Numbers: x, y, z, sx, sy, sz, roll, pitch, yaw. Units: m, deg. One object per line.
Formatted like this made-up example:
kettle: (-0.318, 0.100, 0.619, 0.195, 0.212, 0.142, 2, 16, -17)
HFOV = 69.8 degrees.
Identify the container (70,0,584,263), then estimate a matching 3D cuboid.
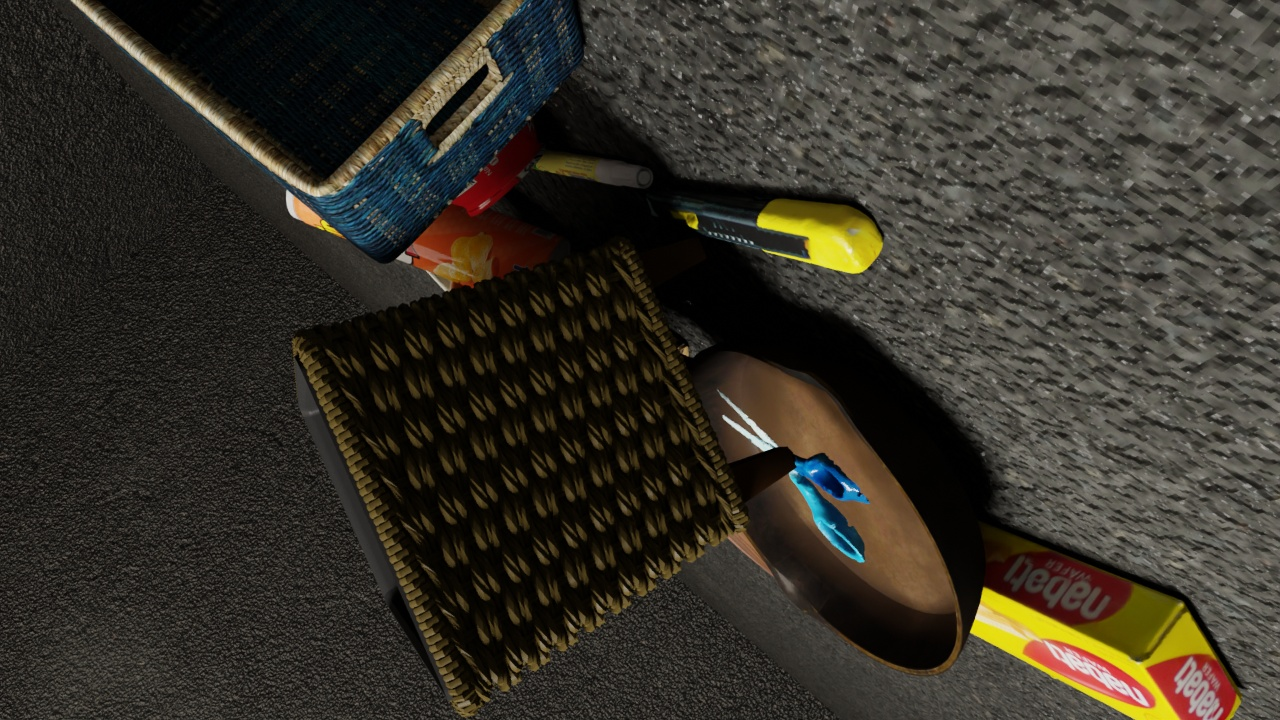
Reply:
container: (-0.140, -0.154, 0.414, 0.187, 0.145, 0.071, 38, 171, 17)

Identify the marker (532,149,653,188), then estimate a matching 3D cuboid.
marker: (-0.034, -0.113, 0.535, 0.132, 0.014, 0.014, 25, 159, 53)

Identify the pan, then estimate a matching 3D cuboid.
pan: (0.075, 0.041, 0.586, 0.356, 0.043, 0.249, 44, 156, 32)

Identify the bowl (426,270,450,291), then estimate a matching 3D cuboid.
bowl: (-0.160, -0.079, 0.901, 0.176, 0.057, 0.177, 46, 175, 4)

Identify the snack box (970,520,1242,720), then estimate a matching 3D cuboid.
snack box: (0.228, 0.143, 0.538, 0.092, 0.042, 0.201, 49, 166, -26)

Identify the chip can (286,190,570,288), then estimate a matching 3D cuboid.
chip can: (-0.162, -0.101, 0.708, 0.210, 0.062, 0.062, 22, 165, 6)

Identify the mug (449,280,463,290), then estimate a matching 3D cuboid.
mug: (-0.120, -0.065, 0.787, 0.111, 0.085, 0.104, 36, -179, 7)

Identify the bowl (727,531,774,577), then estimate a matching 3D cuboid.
bowl: (0.113, 0.125, 0.765, 0.147, 0.068, 0.147, 41, 167, 11)

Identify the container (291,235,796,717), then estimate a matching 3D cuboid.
container: (-0.075, 0.049, 0.556, 0.176, 0.204, 0.322, 67, 159, -2)

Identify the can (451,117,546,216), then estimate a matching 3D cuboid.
can: (-0.124, -0.156, 0.524, 0.142, 0.074, 0.074, 47, 167, -22)

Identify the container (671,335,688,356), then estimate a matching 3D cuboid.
container: (-0.004, 0.004, 0.743, 0.061, 0.063, 0.114, 47, 169, 14)

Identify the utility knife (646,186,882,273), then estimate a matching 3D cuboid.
utility knife: (0.047, -0.067, 0.440, 0.029, 0.020, 0.171, 51, 166, -31)

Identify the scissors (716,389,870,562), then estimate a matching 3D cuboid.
scissors: (0.080, 0.048, 0.503, 0.135, 0.015, 0.086, 49, 163, 32)
